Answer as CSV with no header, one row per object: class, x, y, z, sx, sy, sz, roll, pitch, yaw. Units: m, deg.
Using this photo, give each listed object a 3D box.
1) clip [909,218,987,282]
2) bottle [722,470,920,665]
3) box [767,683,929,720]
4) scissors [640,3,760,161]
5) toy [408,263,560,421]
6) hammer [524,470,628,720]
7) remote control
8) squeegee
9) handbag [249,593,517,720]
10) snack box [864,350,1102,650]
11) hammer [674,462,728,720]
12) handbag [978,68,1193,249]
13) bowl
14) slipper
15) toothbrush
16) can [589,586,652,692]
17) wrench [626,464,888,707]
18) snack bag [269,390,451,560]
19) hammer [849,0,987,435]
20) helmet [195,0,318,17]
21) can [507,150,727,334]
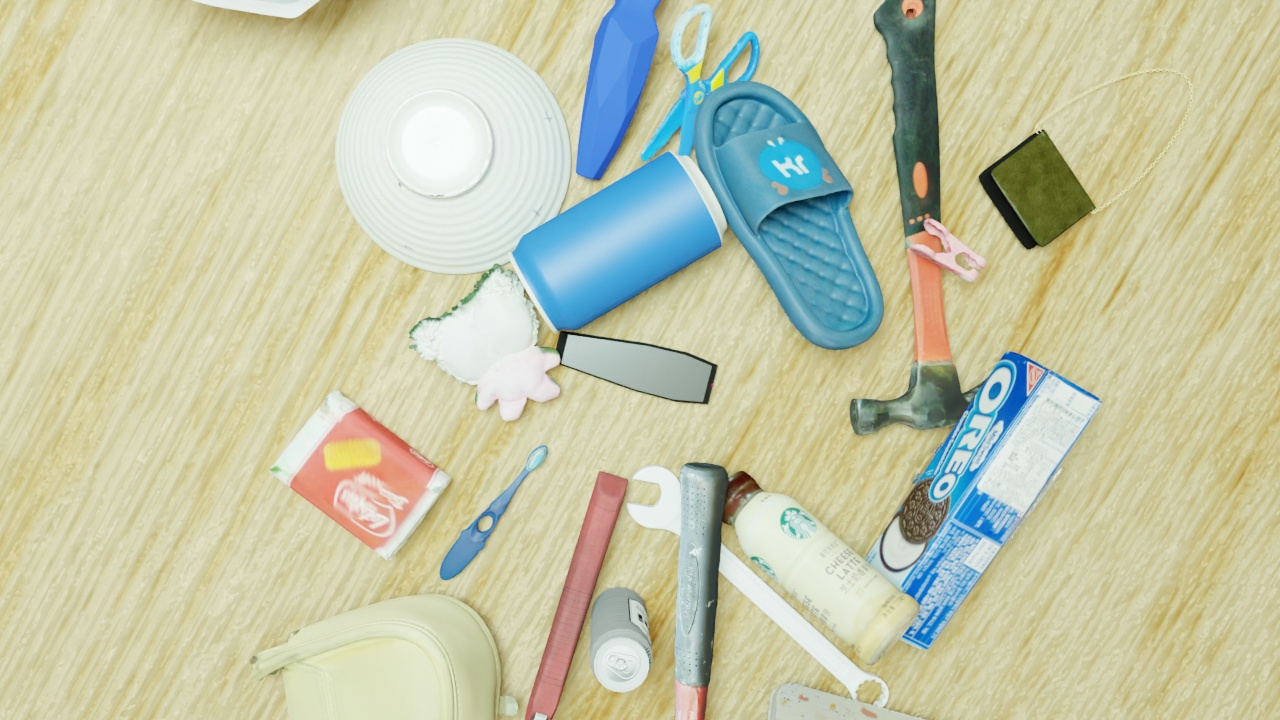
clip,0.230,-0.083,0.675,0.058,0.022,0.037,33,89,-8
bottle,0.122,0.145,0.669,0.162,0.056,0.056,40,92,26
box,0.189,0.341,0.721,0.216,0.096,0.105,17,132,-4
scissors,0.035,-0.196,0.666,0.132,0.019,0.105,-52,133,2
toy,-0.108,-0.006,0.689,0.096,0.041,0.109,-34,101,2
hammer,-0.067,0.237,0.687,0.036,0.126,0.315,18,82,-3
remote control,-0.004,0.004,0.707,0.125,0.010,0.039,14,94,-2
squeegee,-0.014,-0.223,0.666,0.249,0.055,0.185,12,106,-17
handbag,-0.193,0.295,0.692,0.191,0.088,0.233,-4,95,16
snack box,0.243,0.105,0.682,0.059,0.059,0.226,28,102,-16
hammer,0.046,0.240,0.678,0.141,0.036,0.326,6,95,38
handbag,0.349,-0.164,0.704,0.178,0.027,0.084,-36,95,-4
bowl,-0.140,-0.151,0.661,0.177,0.071,0.177,0,95,-2
slipper,0.117,-0.110,0.662,0.103,0.059,0.213,-24,85,-26
toothbrush,-0.114,0.119,0.709,0.021,0.016,0.132,38,92,-2
can,-0.015,0.202,0.673,0.044,0.106,0.044,0,94,-2
wrench,0.094,0.183,0.724,0.273,0.009,0.047,43,92,-4
snack bag,-0.210,0.086,0.693,0.116,0.036,0.077,39,92,-4
hammer,0.214,-0.114,0.697,0.133,0.033,0.333,-6,94,0
helmet,-0.242,-0.381,0.561,0.230,0.237,0.314,10,73,-34
can,-0.016,-0.085,0.665,0.146,0.079,0.079,-30,95,0
